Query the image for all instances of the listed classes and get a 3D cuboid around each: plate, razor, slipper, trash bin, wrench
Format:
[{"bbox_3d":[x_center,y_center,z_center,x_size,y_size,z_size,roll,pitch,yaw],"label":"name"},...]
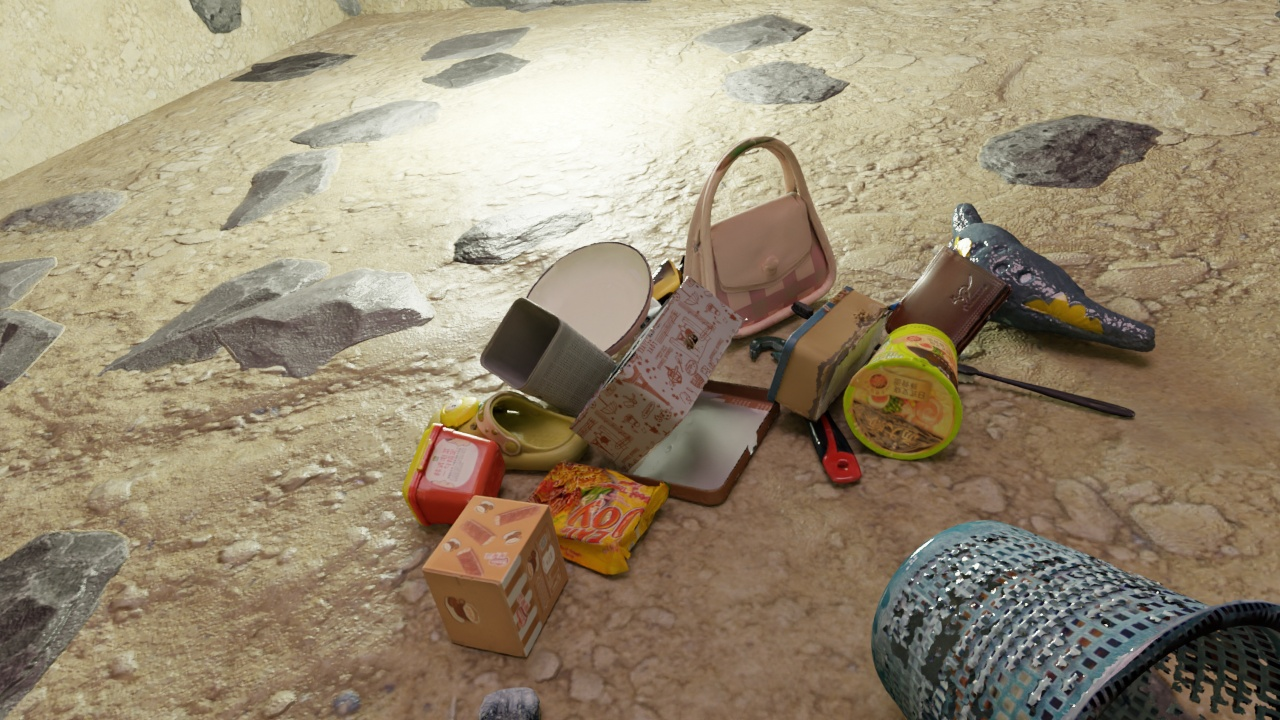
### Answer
[{"bbox_3d":[-0.065,-0.064,1.158,0.193,0.039,0.192,-16,52,22],"label":"plate"},{"bbox_3d":[0.017,-0.083,1.210,0.167,0.062,0.067,-36,72,-26],"label":"razor"},{"bbox_3d":[-0.148,0.067,0.994,0.191,0.082,0.091,4,33,16],"label":"slipper"},{"bbox_3d":[0.261,0.207,0.577,0.226,0.227,0.195,-19,22,-14],"label":"trash bin"},{"bbox_3d":[0.180,0.045,0.996,0.056,0.016,0.273,-11,33,-6],"label":"wrench"}]

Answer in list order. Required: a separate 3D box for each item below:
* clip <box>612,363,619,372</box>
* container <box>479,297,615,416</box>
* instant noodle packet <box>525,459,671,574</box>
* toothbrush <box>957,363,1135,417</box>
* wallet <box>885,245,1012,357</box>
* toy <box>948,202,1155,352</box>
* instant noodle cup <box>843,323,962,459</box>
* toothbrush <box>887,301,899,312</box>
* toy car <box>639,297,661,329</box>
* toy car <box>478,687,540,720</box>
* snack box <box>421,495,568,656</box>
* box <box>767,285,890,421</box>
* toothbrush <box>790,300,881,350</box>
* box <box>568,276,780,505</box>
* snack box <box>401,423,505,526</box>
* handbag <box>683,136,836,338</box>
[{"bbox_3d":[-0.008,0.006,1.108,0.056,0.014,0.040,-26,36,-22],"label":"clip"},{"bbox_3d":[-0.099,0.001,1.030,0.090,0.114,0.090,30,88,43],"label":"container"},{"bbox_3d":[-0.047,0.146,0.881,0.128,0.044,0.110,10,42,28],"label":"instant noodle packet"},{"bbox_3d":[0.415,0.033,0.955,0.181,0.018,0.015,16,34,31],"label":"toothbrush"},{"bbox_3d":[0.345,-0.057,1.038,0.125,0.032,0.101,-54,39,11],"label":"wallet"},{"bbox_3d":[0.440,-0.104,1.088,0.137,0.092,0.356,-5,34,-14],"label":"toy"},{"bbox_3d":[0.274,0.021,0.933,0.112,0.112,0.123,6,29,22],"label":"instant noodle cup"},{"bbox_3d":[0.267,-0.050,1.119,0.189,0.016,0.014,-20,39,-17],"label":"toothbrush"},{"bbox_3d":[0.023,-0.047,1.148,0.042,0.034,0.090,-28,57,-21],"label":"toy car"},{"bbox_3d":[-0.099,0.291,0.686,0.049,0.031,0.105,-10,34,1],"label":"toy car"},{"bbox_3d":[-0.123,0.185,0.795,0.077,0.093,0.094,4,36,21],"label":"snack box"},{"bbox_3d":[0.201,-0.007,0.979,0.061,0.090,0.183,30,36,23],"label":"box"},{"bbox_3d":[0.253,-0.030,1.071,0.189,0.017,0.014,30,47,34],"label":"toothbrush"},{"bbox_3d":[0.050,0.051,0.953,0.178,0.153,0.181,37,47,-2],"label":"box"},{"bbox_3d":[-0.184,0.118,0.920,0.080,0.082,0.091,7,55,11],"label":"snack box"},{"bbox_3d":[0.138,-0.158,1.114,0.193,0.234,0.093,-26,35,-23],"label":"handbag"}]
